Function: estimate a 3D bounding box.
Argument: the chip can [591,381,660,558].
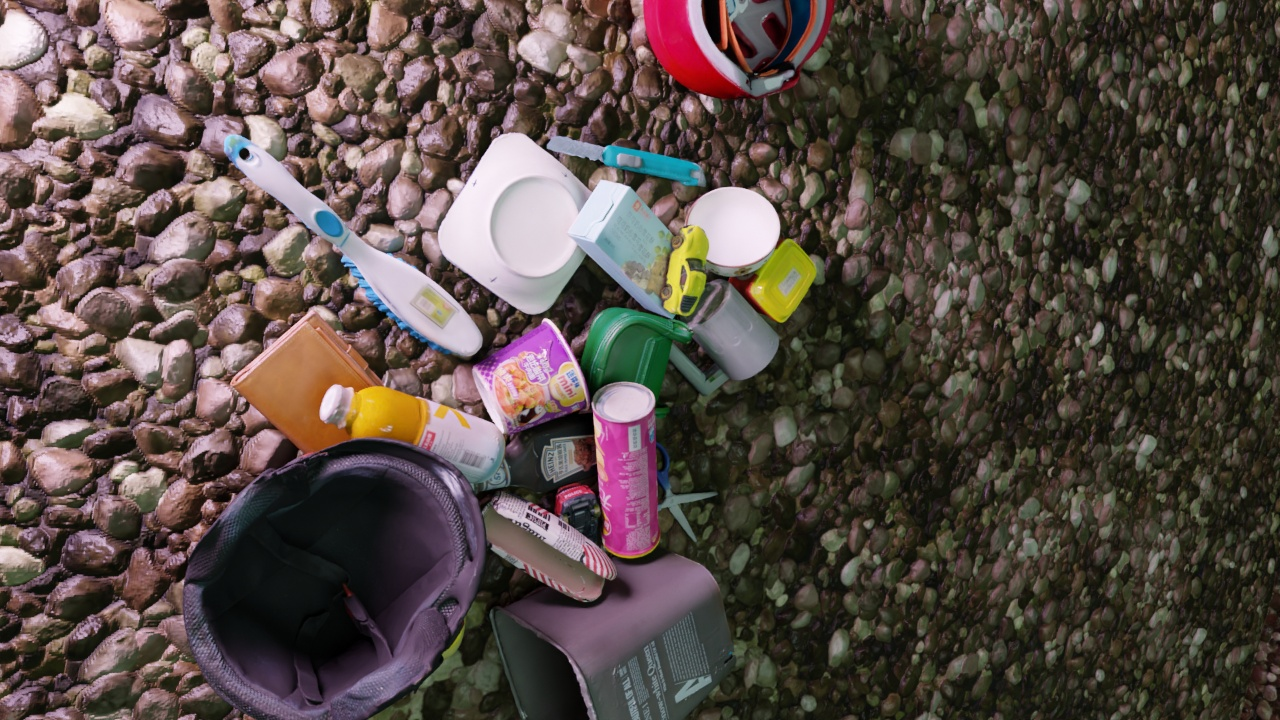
[{"bbox_3d":[-0.015,0.127,1.046,0.071,0.071,0.211,-23,130,-27],"label":"chip can"}]

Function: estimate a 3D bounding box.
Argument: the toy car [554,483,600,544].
[{"bbox_3d":[-0.077,0.196,1.082,0.052,0.045,0.121,-13,128,-23],"label":"toy car"}]

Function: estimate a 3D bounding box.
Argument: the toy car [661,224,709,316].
[{"bbox_3d":[0.056,-0.103,1.052,0.048,0.032,0.105,1,104,-46],"label":"toy car"}]

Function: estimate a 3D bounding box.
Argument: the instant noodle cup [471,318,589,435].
[{"bbox_3d":[-0.122,0.025,0.996,0.099,0.111,0.111,-27,113,-17],"label":"instant noodle cup"}]

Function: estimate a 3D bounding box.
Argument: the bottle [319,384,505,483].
[{"bbox_3d":[-0.227,0.071,0.925,0.189,0.068,0.068,24,86,-36],"label":"bottle"}]

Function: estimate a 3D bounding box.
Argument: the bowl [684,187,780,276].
[{"bbox_3d":[0.110,-0.148,1.118,0.113,0.113,0.062,-46,163,-17],"label":"bowl"}]

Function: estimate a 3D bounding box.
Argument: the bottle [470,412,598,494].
[{"bbox_3d":[-0.124,0.115,1.046,0.194,0.044,0.080,-14,115,-28],"label":"bottle"}]

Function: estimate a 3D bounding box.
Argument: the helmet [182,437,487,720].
[{"bbox_3d":[-0.278,0.203,0.859,0.274,0.231,0.233,-42,93,-22],"label":"helmet"}]

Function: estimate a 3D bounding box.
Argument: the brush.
[{"bbox_3d":[-0.266,-0.101,0.874,0.314,0.109,0.060,43,79,-31],"label":"brush"}]

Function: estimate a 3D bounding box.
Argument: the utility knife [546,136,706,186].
[{"bbox_3d":[-0.010,-0.231,1.066,0.221,0.013,0.029,4,97,-33],"label":"utility knife"}]

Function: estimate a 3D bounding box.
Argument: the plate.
[{"bbox_3d":[-0.121,-0.146,1.001,0.164,0.034,0.163,35,80,-33],"label":"plate"}]

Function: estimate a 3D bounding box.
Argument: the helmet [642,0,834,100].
[{"bbox_3d":[0.098,-0.398,1.027,0.239,0.144,0.207,-35,117,-38],"label":"helmet"}]

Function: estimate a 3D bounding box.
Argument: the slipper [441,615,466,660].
[{"bbox_3d":[-0.223,0.244,0.989,0.091,0.082,0.190,2,96,-30],"label":"slipper"}]

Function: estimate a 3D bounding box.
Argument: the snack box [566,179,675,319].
[{"bbox_3d":[-0.002,-0.124,1.047,0.074,0.052,0.175,-58,137,-8],"label":"snack box"}]

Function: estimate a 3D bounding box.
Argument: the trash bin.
[{"bbox_3d":[-0.023,0.341,1.074,0.219,0.199,0.199,-24,112,-32],"label":"trash bin"}]

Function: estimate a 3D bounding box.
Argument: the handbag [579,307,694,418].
[{"bbox_3d":[-0.006,0.006,1.066,0.120,0.068,0.131,7,105,-24],"label":"handbag"}]

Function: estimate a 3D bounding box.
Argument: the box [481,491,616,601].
[{"bbox_3d":[-0.094,0.193,1.006,0.163,0.074,0.081,33,122,-9],"label":"box"}]

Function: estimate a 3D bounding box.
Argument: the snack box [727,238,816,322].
[{"bbox_3d":[0.164,-0.102,1.161,0.082,0.080,0.091,41,77,-30],"label":"snack box"}]

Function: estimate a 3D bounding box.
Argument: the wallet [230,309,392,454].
[{"bbox_3d":[-0.314,0.027,0.913,0.118,0.035,0.131,-47,123,-18],"label":"wallet"}]

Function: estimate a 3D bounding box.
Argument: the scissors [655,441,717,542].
[{"bbox_3d":[0.028,0.175,1.172,0.162,0.012,0.176,-27,114,-26],"label":"scissors"}]

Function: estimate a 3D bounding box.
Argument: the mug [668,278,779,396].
[{"bbox_3d":[0.094,-0.026,1.141,0.124,0.083,0.103,-40,120,9],"label":"mug"}]
